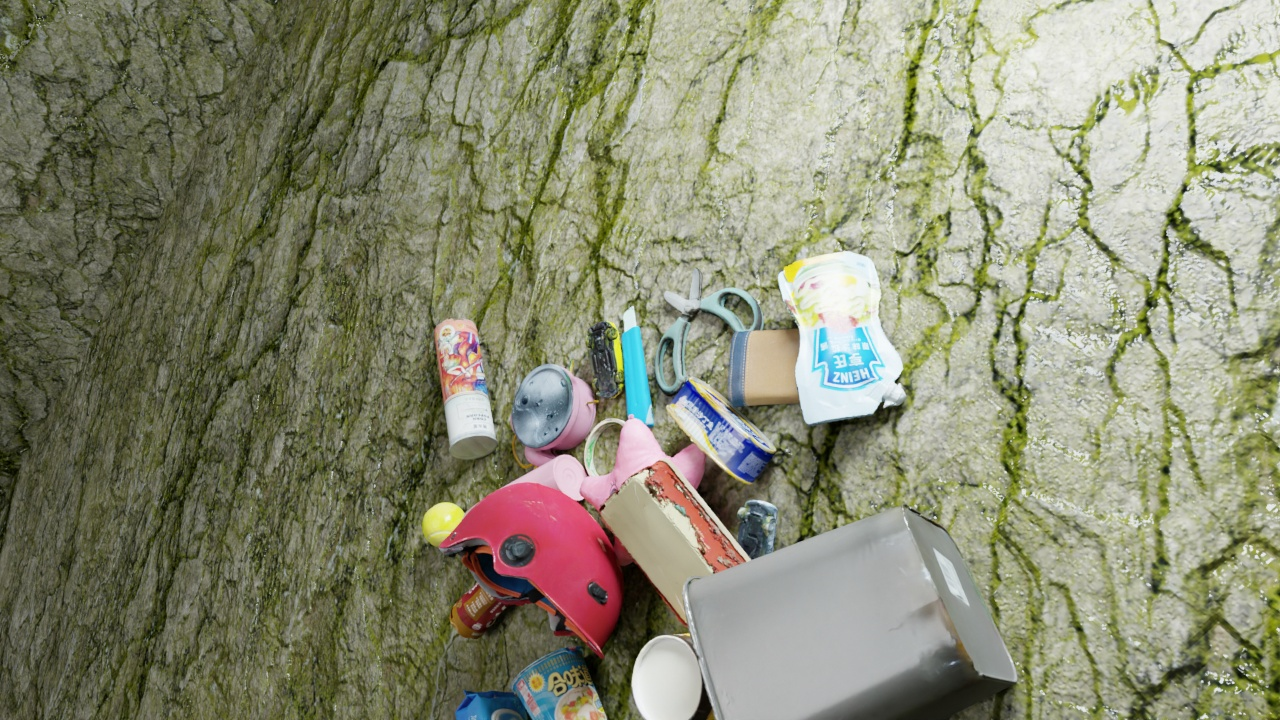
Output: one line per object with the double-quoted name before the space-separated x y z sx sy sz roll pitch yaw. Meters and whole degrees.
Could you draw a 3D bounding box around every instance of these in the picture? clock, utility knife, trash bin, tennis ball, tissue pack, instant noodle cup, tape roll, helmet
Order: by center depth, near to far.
"trash bin" 0.189 0.250 0.826 0.220 0.199 0.198 -33 55 22
"instant noodle cup" 0.062 0.337 0.956 0.119 0.114 0.118 -16 65 39
"instant noodle cup" -0.087 0.413 1.086 0.099 0.099 0.110 -46 56 20
"helmet" -0.105 0.233 1.087 0.240 0.207 0.143 21 64 32
"tissue pack" -0.172 0.484 1.133 0.052 0.095 0.157 -33 55 23
"tape roll" -0.039 0.118 1.197 0.086 0.014 0.085 -17 64 38
"utility knife" -0.007 0.007 1.205 0.034 0.018 0.178 -18 62 22
"clock" -0.128 0.081 1.261 0.159 0.059 0.117 -48 50 17
"tennis ball" -0.287 0.241 1.345 0.066 0.065 0.065 -17 64 38

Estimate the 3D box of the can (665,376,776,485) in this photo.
"can" 0.091 0.078 1.050 0.049 0.074 0.148 -54 47 10

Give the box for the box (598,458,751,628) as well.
"box" 0.036 0.198 0.988 0.168 0.077 0.092 50 125 12

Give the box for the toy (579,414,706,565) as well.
"toy" 0.001 0.153 1.097 0.195 0.074 0.178 -15 86 36

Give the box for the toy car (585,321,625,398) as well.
"toy car" -0.043 0.000 1.232 0.048 0.032 0.105 -19 75 37

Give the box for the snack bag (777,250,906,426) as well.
"snack bag" 0.213 -0.026 0.980 0.110 0.039 0.190 -6 63 -1

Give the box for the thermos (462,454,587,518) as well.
"thermos" -0.162 0.203 1.240 0.199 0.067 0.087 -31 44 30

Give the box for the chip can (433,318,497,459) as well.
"chip can" -0.269 0.040 1.398 0.071 0.071 0.214 -35 53 28

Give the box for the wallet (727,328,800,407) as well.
"wallet" 0.156 0.007 1.041 0.115 0.033 0.090 -5 74 36

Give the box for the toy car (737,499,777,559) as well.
"toy car" 0.127 0.197 1.001 0.043 0.034 0.090 11 97 39

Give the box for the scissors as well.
"scissors" 0.071 -0.027 1.146 0.170 0.019 0.179 29 97 43

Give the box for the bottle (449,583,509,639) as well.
"bottle" -0.187 0.302 1.237 0.175 0.057 0.057 -49 49 19
